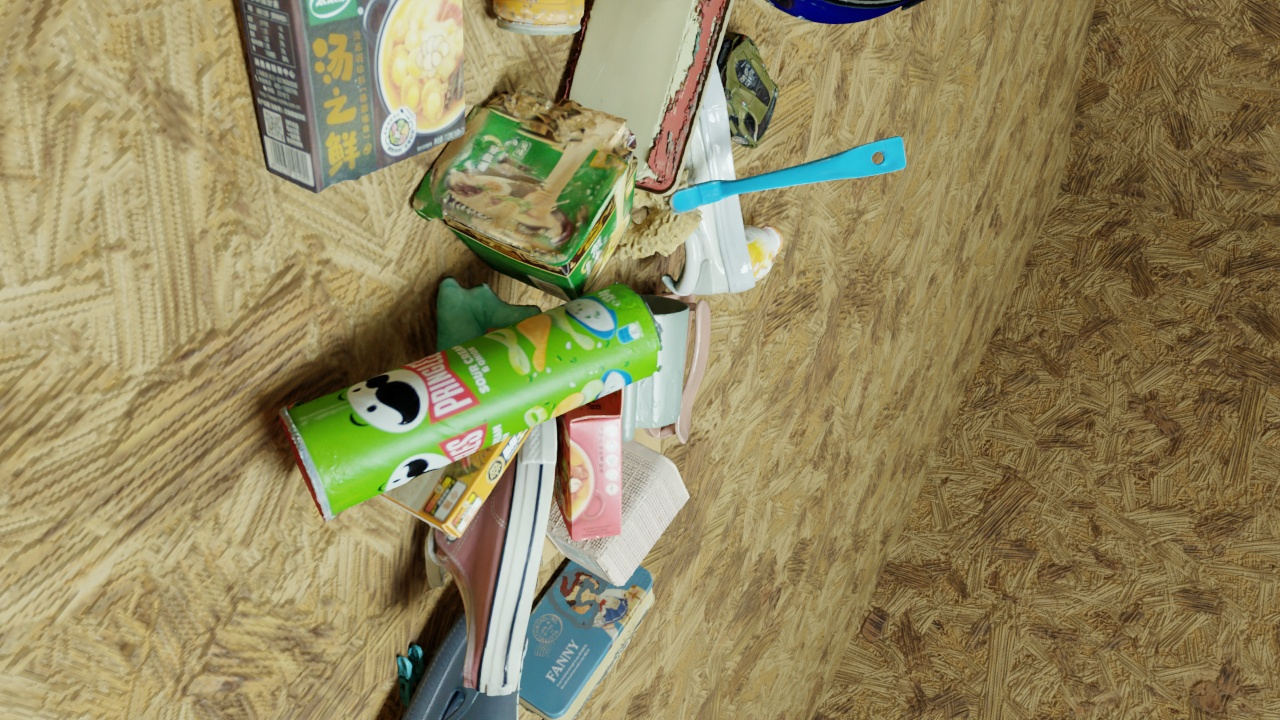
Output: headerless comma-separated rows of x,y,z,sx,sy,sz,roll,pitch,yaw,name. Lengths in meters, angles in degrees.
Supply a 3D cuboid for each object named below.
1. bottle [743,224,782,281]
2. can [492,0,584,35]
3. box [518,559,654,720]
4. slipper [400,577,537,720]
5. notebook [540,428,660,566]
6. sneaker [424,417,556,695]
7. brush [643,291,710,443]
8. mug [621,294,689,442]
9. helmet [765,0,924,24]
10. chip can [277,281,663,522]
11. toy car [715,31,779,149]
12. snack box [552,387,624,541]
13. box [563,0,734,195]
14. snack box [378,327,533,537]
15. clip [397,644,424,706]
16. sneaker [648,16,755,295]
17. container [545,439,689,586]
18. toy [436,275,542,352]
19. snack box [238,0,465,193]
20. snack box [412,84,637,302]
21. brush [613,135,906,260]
0.113,-0.115,0.978,0.108,0.063,0.063,-33,136,-49,bottle
-0.061,-0.277,0.554,0.058,0.058,0.146,-34,137,-48,can
-0.065,0.269,0.893,0.183,0.090,0.059,-52,154,-33,box
-0.144,0.300,0.760,0.267,0.083,0.111,-59,167,-14,slipper
-0.036,0.089,0.908,0.207,0.008,0.148,-39,140,-44,notebook
-0.116,0.124,0.694,0.118,0.088,0.240,113,-14,-65,sneaker
0.026,0.006,0.880,0.063,0.073,0.146,-14,115,-56,brush
-0.005,0.005,0.792,0.123,0.084,0.103,-58,152,-71,mug
0.164,-0.376,0.690,0.241,0.247,0.314,-34,-167,48,helmet
-0.100,0.019,0.580,0.235,0.072,0.072,-23,132,-24,chip can
0.103,-0.257,0.889,0.158,0.042,0.070,22,89,-65,toy car
-0.048,0.064,0.750,0.044,0.113,0.127,-4,108,-14,snack box
0.001,-0.214,0.669,0.080,0.091,0.168,-5,113,-68,box
-0.118,0.044,0.652,0.153,0.075,0.026,-58,151,-21,snack box
-0.186,0.255,0.746,0.043,0.014,0.056,-33,138,-48,clip
0.038,-0.172,0.802,0.089,0.091,0.242,-81,161,-71,sneaker
-0.026,0.138,0.856,0.110,0.090,0.090,-54,150,-21,container
-0.115,-0.012,0.632,0.030,0.096,0.092,-55,145,-84,toy
-0.150,-0.168,0.485,0.113,0.053,0.126,-39,146,-44,snack box
-0.064,-0.101,0.625,0.117,0.118,0.106,-60,161,-18,snack box
0.080,-0.137,0.731,0.045,0.255,0.083,-51,129,-68,brush
